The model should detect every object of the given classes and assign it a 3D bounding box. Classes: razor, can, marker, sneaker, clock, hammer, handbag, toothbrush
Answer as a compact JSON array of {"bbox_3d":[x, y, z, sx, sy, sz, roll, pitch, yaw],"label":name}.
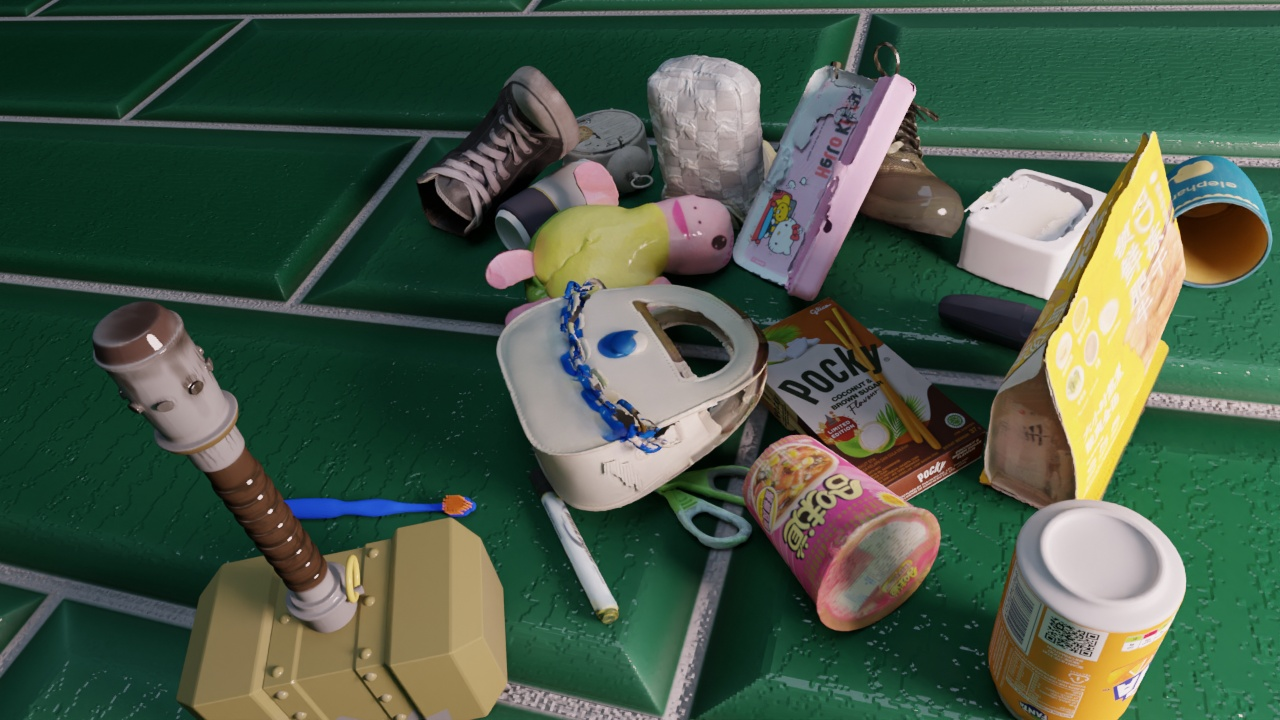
[{"bbox_3d":[0.315,-0.029,0.749,0.143,0.047,0.052,19,76,31],"label":"razor"},{"bbox_3d":[-0.084,-0.158,0.943,0.127,0.064,0.064,-38,50,-25],"label":"can"},{"bbox_3d":[-0.051,0.132,0.676,0.017,0.017,0.146,-23,46,-12],"label":"marker"},{"bbox_3d":[-0.148,-0.206,0.926,0.119,0.095,0.235,-49,18,-26],"label":"sneaker"},{"bbox_3d":[0.241,0.147,0.509,0.079,0.143,0.079,-6,44,5],"label":"can"},{"bbox_3d":[-0.030,-0.228,1.005,0.103,0.061,0.157,-26,44,-15],"label":"clock"},{"bbox_3d":[-0.206,0.098,0.519,0.190,0.325,0.100,-11,44,0],"label":"hammer"},{"bbox_3d":[0.238,-0.215,0.867,0.101,0.143,0.238,5,29,-34],"label":"sneaker"},{"bbox_3d":[-0.004,0.004,0.706,0.199,0.093,0.200,-26,42,-6],"label":"handbag"},{"bbox_3d":[0.074,-0.220,0.896,0.113,0.172,0.123,16,50,25],"label":"handbag"},{"bbox_3d":[-0.219,0.116,0.725,0.183,0.018,0.016,-2,69,9],"label":"toothbrush"}]

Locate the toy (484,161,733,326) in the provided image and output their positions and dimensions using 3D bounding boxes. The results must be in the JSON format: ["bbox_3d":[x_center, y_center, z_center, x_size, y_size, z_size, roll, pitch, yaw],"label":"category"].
[{"bbox_3d":[-0.024,-0.096,0.849,0.238,0.088,0.190,-24,62,-14],"label":"toy"}]

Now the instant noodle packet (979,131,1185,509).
[{"bbox_3d":[0.283,-0.016,0.587,0.084,0.222,0.162,25,71,32],"label":"instant noodle packet"}]

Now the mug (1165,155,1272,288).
[{"bbox_3d":[0.470,-0.121,0.790,0.112,0.084,0.104,-17,29,37],"label":"mug"}]

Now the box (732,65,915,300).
[{"bbox_3d":[0.168,-0.156,0.818,0.073,0.202,0.150,20,13,-21],"label":"box"}]

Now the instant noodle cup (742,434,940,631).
[{"bbox_3d":[0.126,0.108,0.617,0.097,0.098,0.108,-26,38,-15],"label":"instant noodle cup"}]

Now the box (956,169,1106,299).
[{"bbox_3d":[0.348,-0.123,0.813,0.102,0.076,0.107,31,56,34],"label":"box"}]

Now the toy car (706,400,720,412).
[{"bbox_3d":[0.023,0.048,0.734,0.106,0.033,0.047,-1,50,29],"label":"toy car"}]

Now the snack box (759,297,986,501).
[{"bbox_3d":[0.165,0.030,0.724,0.101,0.032,0.186,-26,46,-15],"label":"snack box"}]

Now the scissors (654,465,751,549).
[{"bbox_3d":[0.016,0.088,0.711,0.176,0.033,0.078,23,57,26],"label":"scissors"}]
